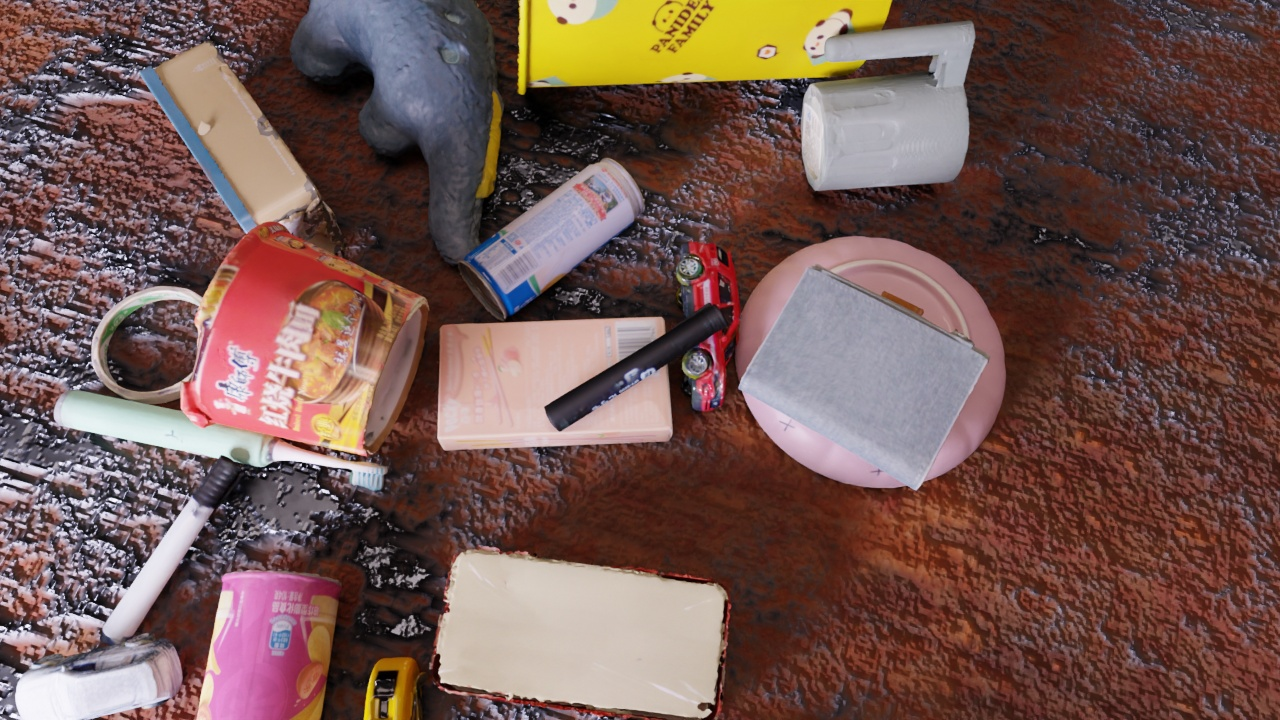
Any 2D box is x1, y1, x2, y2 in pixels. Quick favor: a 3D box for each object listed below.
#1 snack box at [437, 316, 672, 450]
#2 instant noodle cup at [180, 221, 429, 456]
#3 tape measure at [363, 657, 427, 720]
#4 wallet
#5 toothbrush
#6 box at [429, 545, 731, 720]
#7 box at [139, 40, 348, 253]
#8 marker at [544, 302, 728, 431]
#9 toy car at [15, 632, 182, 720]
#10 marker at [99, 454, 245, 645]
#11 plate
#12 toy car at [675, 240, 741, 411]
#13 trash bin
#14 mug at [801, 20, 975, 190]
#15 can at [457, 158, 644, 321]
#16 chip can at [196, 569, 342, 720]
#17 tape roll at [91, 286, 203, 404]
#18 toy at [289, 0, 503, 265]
[{"bbox_3d":[-0.059,0.015,0.631,0.157,0.026,0.084,-2,68,-2],"label":"snack box"},{"bbox_3d":[-0.204,-0.007,0.586,0.108,0.138,0.137,19,68,-4],"label":"instant noodle cup"},{"bbox_3d":[-0.140,0.203,0.535,0.029,0.060,0.057,-1,62,-3],"label":"tape measure"},{"bbox_3d":[0.145,0.006,0.593,0.130,0.037,0.106,30,81,12],"label":"wallet"},{"bbox_3d":[-0.277,0.053,0.610,0.224,0.026,0.027,11,95,3],"label":"toothbrush"},{"bbox_3d":[-0.033,0.162,0.545,0.168,0.077,0.091,7,68,1],"label":"box"},{"bbox_3d":[-0.286,-0.147,0.659,0.059,0.090,0.184,-36,71,-14],"label":"box"},{"bbox_3d":[-0.004,0.003,0.597,0.132,0.020,0.022,-32,49,0],"label":"marker"},{"bbox_3d":[-0.320,0.192,0.541,0.090,0.034,0.043,-11,97,-5],"label":"toy car"},{"bbox_3d":[-0.294,0.120,0.580,0.018,0.022,0.130,20,75,35],"label":"marker"},{"bbox_3d":[0.164,-0.009,0.641,0.192,0.039,0.192,0,68,-1],"label":"plate"},{"bbox_3d":[0.047,-0.025,0.637,0.045,0.053,0.120,-1,70,3],"label":"toy car"},{"bbox_3d":[0.038,-0.308,0.671,0.255,0.230,0.229,0,67,-8],"label":"trash bin"},{"bbox_3d":[0.178,-0.185,0.671,0.103,0.124,0.083,-6,47,-2],"label":"mug"},{"bbox_3d":[-0.062,-0.088,0.659,0.134,0.053,0.053,-39,74,-16],"label":"can"},{"bbox_3d":[-0.219,0.229,0.515,0.071,0.071,0.210,2,68,-1],"label":"chip can"},{"bbox_3d":[-0.337,-0.011,0.641,0.086,0.014,0.085,0,68,-1],"label":"tape roll"},{"bbox_3d":[-0.185,-0.238,0.706,0.138,0.091,0.356,-41,71,13],"label":"toy"}]
